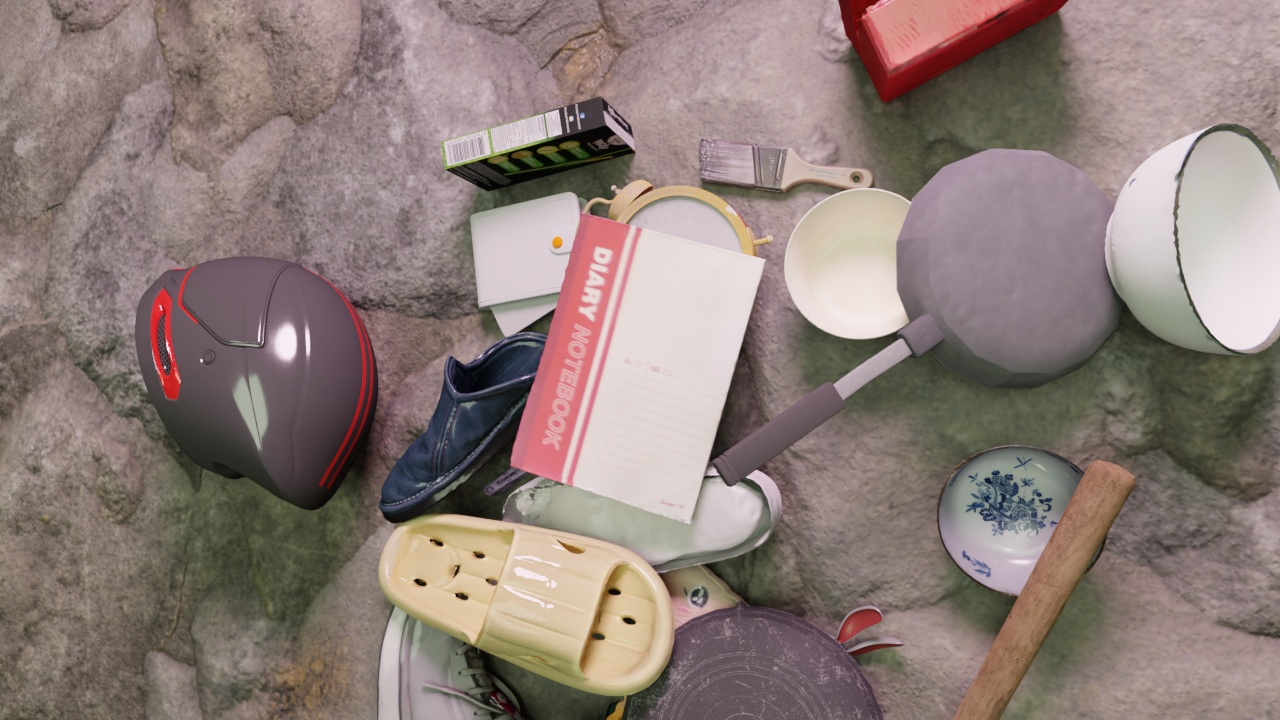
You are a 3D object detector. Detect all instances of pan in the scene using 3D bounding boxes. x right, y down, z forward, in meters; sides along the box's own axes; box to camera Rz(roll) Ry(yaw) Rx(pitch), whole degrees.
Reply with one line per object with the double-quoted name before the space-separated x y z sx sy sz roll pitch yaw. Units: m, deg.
"pan" 0.201 -0.020 0.643 0.357 0.041 0.178 -33 93 -10
"pan" 0.005 0.294 0.695 0.357 0.040 0.207 -6 73 10

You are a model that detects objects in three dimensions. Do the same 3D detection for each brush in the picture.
"brush" 0.119 -0.160 0.768 0.151 0.012 0.039 10 90 17

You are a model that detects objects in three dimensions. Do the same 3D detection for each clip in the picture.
"clip" -0.120 0.106 0.819 0.052 0.042 0.014 -42 74 25

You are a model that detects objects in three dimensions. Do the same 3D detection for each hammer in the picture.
"hammer" 0.265 0.216 0.659 0.129 0.040 0.322 25 106 14

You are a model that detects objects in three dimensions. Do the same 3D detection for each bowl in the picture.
"bowl" 0.279 0.112 0.679 0.114 0.045 0.114 4 101 18
"bowl" 0.376 -0.077 0.628 0.073 0.153 0.153 -7 83 60
"bowl" 0.175 -0.071 0.719 0.115 0.062 0.115 -1 86 18

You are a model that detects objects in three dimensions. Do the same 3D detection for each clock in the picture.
"clock" 0.022 -0.087 0.757 0.159 0.081 0.117 18 102 10

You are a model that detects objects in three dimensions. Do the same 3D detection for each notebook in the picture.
"notebook" -0.004 0.004 0.709 0.153 0.012 0.208 16 90 11

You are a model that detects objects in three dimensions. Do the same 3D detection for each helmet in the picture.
"helmet" -0.325 0.009 0.821 0.170 0.164 0.264 -21 70 4

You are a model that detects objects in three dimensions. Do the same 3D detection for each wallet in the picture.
"wallet" -0.094 -0.082 0.819 0.119 0.037 0.115 -9 84 20

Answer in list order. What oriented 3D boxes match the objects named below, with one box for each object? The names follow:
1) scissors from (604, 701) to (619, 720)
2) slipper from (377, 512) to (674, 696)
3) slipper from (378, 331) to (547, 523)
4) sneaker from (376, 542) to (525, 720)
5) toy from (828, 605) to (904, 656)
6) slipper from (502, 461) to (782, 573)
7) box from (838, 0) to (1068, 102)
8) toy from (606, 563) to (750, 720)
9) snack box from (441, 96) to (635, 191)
"scissors" 0.030 0.395 0.763 0.210 0.015 0.142 34 94 18
"slipper" -0.099 0.172 0.709 0.262 0.079 0.111 11 65 22
"slipper" -0.136 0.026 0.779 0.266 0.109 0.083 -41 109 7
"sneaker" -0.154 0.291 0.795 0.129 0.096 0.263 1 86 6
"toy" 0.150 0.233 0.727 0.112 0.030 0.049 -33 106 16
"slipper" -0.003 0.125 0.757 0.247 0.074 0.112 -10 75 22
"box" 0.235 -0.269 0.678 0.158 0.134 0.112 -30 77 14
"toy" -0.018 0.284 0.749 0.196 0.065 0.264 9 82 11
"snack box" -0.087 -0.186 0.799 0.148 0.080 0.025 -11 83 17
